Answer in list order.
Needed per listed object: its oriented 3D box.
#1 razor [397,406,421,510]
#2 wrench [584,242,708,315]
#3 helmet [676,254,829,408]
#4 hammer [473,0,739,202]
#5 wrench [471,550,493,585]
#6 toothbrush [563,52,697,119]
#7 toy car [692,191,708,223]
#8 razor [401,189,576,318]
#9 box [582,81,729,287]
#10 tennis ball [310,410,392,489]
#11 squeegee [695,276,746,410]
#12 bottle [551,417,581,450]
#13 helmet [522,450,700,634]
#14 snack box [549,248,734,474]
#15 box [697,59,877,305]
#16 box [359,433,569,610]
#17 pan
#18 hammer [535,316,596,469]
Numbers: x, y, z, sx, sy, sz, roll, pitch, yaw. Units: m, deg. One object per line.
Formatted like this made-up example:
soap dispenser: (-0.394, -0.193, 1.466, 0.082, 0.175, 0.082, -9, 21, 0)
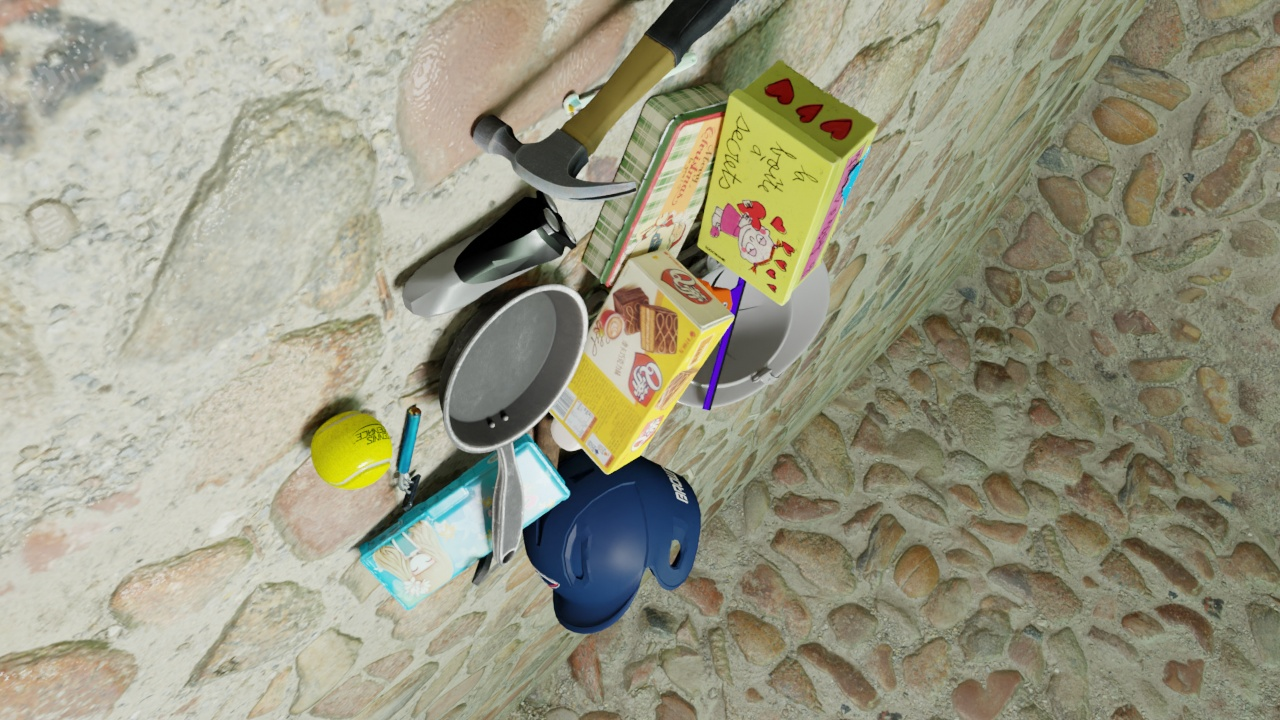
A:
razor: (-0.233, 0.095, 0.925, 0.144, 0.022, 0.042, 108, -8, -46)
wrench: (0.022, -0.103, 1.094, 0.272, 0.018, 0.084, -31, 161, -44)
helmet: (0.101, -0.056, 1.157, 0.270, 0.183, 0.118, -34, -161, -17)
hammer: (0.030, -0.246, 0.675, 0.332, 0.118, 0.025, -49, 166, -11)
wrench: (-0.186, 0.224, 1.147, 0.073, 0.018, 0.273, -53, -173, 4)
toothbrush: (-0.004, -0.230, 0.757, 0.154, 0.015, 0.022, -34, 127, -35)
toy car: (0.073, -0.182, 0.997, 0.112, 0.047, 0.047, -50, 159, 7)
razor: (-0.123, -0.082, 0.742, 0.156, 0.057, 0.060, -33, -172, -16)
box: (0.020, -0.168, 0.902, 0.117, 0.049, 0.206, -30, 155, -46)
tennis ball: (-0.243, 0.076, 0.776, 0.065, 0.065, 0.065, -42, 162, -17)
squeegee: (0.046, -0.077, 1.034, 0.184, 0.055, 0.249, 14, 93, -30)
bottle: (-0.049, 0.066, 1.122, 0.145, 0.051, 0.051, -25, 152, -54)
helmet: (-0.067, 0.256, 1.325, 0.223, 0.232, 0.272, 18, 94, -32)
snack box: (-0.006, 0.006, 0.969, 0.061, 0.110, 0.231, -24, 154, -47)
box: (0.135, -0.167, 0.895, 0.080, 0.124, 0.221, -44, 164, -22)
box: (-0.208, 0.168, 1.069, 0.226, 0.098, 0.121, -35, -155, -5)
pan: (-0.136, 0.075, 0.939, 0.186, 0.055, 0.358, -28, 142, -43)
hammer: (-0.087, 0.056, 1.162, 0.217, 0.037, 0.301, -39, 162, -25)
